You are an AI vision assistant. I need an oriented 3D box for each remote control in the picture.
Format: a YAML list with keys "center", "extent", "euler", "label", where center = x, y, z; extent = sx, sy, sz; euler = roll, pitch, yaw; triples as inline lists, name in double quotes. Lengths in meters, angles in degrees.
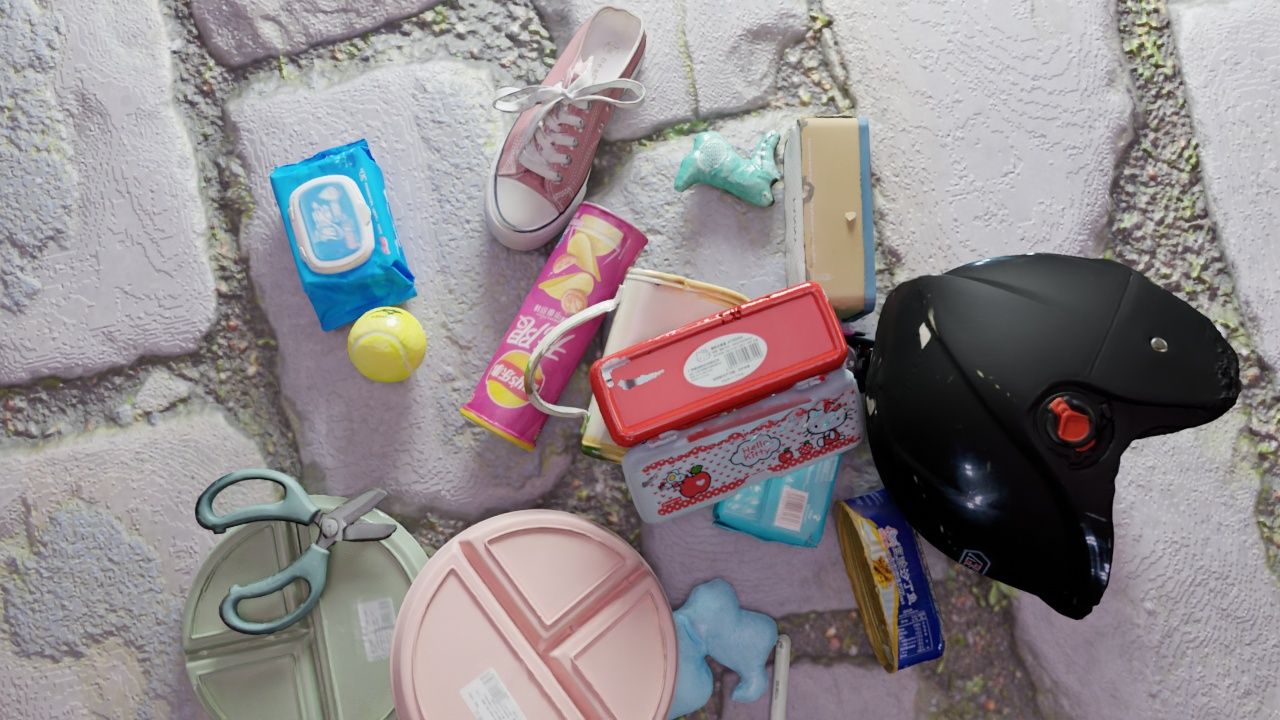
- center: [0.152, 0.001, 0.812]
  extent: [0.136, 0.024, 0.053]
  euler: [5, 84, -1]
  label: "remote control"

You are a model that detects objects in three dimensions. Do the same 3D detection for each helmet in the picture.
- center: [0.287, 0.048, 0.704]
  extent: [0.230, 0.234, 0.274]
  euler: [10, 68, 12]
  label: "helmet"

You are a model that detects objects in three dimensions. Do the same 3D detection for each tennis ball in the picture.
- center: [-0.218, -0.013, 0.791]
  extent: [0.065, 0.065, 0.065]
  euler: [0, 85, 0]
  label: "tennis ball"

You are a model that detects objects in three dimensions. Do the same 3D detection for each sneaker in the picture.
- center: [-0.066, -0.212, 0.799]
  extent: [0.118, 0.088, 0.241]
  euler: [28, 84, 2]
  label: "sneaker"

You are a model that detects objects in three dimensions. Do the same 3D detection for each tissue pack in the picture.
- center: [0.120, 0.090, 0.791]
  extent: [0.093, 0.050, 0.133]
  euler: [15, 84, 2]
  label: "tissue pack"
- center: [-0.262, -0.112, 0.807]
  extent: [0.095, 0.052, 0.157]
  euler: [-18, 85, -2]
  label: "tissue pack"

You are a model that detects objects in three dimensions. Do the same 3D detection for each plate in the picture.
- center: [-0.283, 0.232, 0.788]
  extent: [0.230, 0.027, 0.230]
  euler: [0, 85, 0]
  label: "plate"
- center: [-0.076, 0.229, 0.713]
  extent: [0.229, 0.028, 0.229]
  euler: [5, 72, -14]
  label: "plate"

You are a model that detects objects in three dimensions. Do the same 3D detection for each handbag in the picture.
- center: [-0.005, 0.004, 0.769]
  extent: [0.178, 0.063, 0.163]
  euler: [15, 92, -16]
  label: "handbag"

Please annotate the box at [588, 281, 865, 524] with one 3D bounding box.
- center: [0.073, 0.037, 0.729]
  extent: [0.201, 0.063, 0.160]
  euler: [-21, 101, -2]
  label: "box"

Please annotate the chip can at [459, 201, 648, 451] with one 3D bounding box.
- center: [-0.073, -0.030, 0.790]
  extent: [0.071, 0.071, 0.210]
  euler: [29, 85, 2]
  label: "chip can"

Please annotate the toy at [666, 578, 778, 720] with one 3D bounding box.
- center: [0.028, 0.250, 0.776]
  extent: [0.161, 0.050, 0.156]
  euler: [40, 76, 0]
  label: "toy"

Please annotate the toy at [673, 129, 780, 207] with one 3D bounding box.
- center: [0.086, -0.176, 0.828]
  extent: [0.092, 0.030, 0.096]
  euler: [27, 78, -3]
  label: "toy"

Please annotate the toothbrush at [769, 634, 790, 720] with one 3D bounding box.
- center: [0.114, 0.331, 0.785]
  extent: [0.020, 0.029, 0.189]
  euler: [13, 81, -42]
  label: "toothbrush"

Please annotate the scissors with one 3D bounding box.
- center: [-0.299, 0.137, 0.774]
  extent: [0.176, 0.019, 0.172]
  euler: [-37, 85, -3]
  label: "scissors"

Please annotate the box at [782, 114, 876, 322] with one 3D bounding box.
- center: [0.161, -0.113, 0.792]
  extent: [0.063, 0.090, 0.184]
  euler: [-3, 87, -2]
  label: "box"

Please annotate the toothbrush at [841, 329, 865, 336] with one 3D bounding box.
- center: [0.108, -0.034, 0.821]
  extent: [0.189, 0.014, 0.017]
  euler: [5, 75, 0]
  label: "toothbrush"

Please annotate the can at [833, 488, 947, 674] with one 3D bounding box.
- center: [0.209, 0.183, 0.772]
  extent: [0.049, 0.075, 0.148]
  euler: [-15, 86, -5]
  label: "can"
